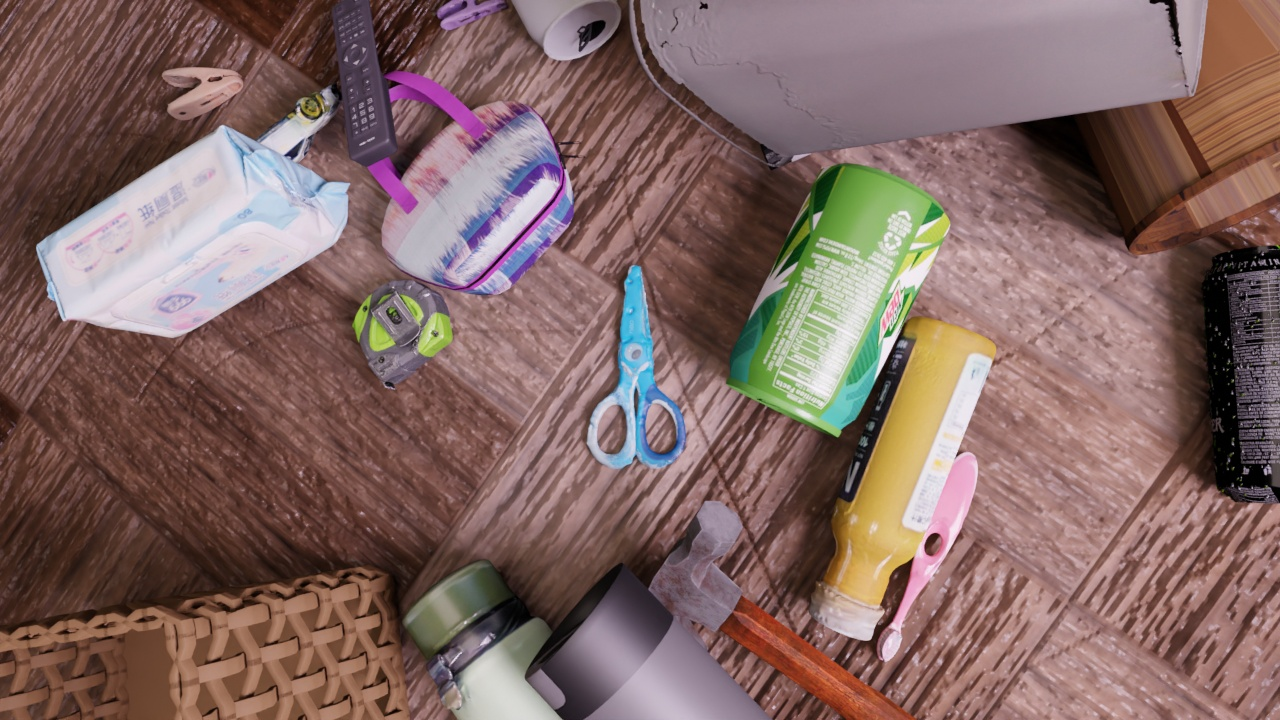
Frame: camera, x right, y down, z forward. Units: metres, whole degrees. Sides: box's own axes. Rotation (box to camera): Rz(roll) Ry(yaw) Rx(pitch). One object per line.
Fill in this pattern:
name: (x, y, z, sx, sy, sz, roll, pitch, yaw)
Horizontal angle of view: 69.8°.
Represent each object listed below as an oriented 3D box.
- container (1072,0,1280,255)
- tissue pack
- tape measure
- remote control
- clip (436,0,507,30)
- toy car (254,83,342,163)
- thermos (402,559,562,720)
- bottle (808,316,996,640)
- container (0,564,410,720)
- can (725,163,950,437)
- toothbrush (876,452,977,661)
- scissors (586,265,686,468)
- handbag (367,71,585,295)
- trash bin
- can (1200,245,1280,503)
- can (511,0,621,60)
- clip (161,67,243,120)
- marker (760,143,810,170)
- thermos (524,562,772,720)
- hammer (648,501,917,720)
container: (0.294, -0.164, 0.501, 0.132, 0.132, 0.167, -23, 73, 8)
tissue pack: (-0.293, -0.081, 0.620, 0.182, 0.112, 0.070, -28, 77, 7)
tape measure: (-0.163, -0.024, 0.624, 0.066, 0.036, 0.058, -39, 76, 6)
remote control: (-0.188, -0.194, 0.625, 0.032, 0.015, 0.136, -21, 66, 16)
clip: (-0.121, -0.259, 0.656, 0.052, 0.014, 0.041, -3, 83, 10)
toy car: (-0.253, -0.157, 0.655, 0.105, 0.048, 0.033, -36, 110, 7)
thermos: (-0.055, 0.227, 0.547, 0.082, 0.082, 0.231, -40, 77, 5)
bottle: (0.149, 0.069, 0.536, 0.053, 0.053, 0.186, 21, 91, 14)
container: (-0.272, 0.265, 0.521, 0.220, 0.214, 0.251, -11, 81, 11)
can: (0.114, -0.035, 0.541, 0.083, 0.083, 0.144, 26, 89, 14)
toothbrush: (0.170, 0.117, 0.546, 0.021, 0.016, 0.135, 23, 89, 9)
scissors: (-0.003, 0.004, 0.601, 0.066, 0.015, 0.135, -2, 81, 12)
handbag: (-0.133, -0.133, 0.623, 0.144, 0.068, 0.170, -46, 70, 4)
trash bin: (0.144, -0.210, 0.442, 0.220, 0.197, 0.197, 6, 86, 35)
can: (0.341, 0.009, 0.502, 0.054, 0.054, 0.137, -1, 83, 12)
can: (-0.060, -0.261, 0.616, 0.064, 0.064, 0.127, -29, 78, 7)
clip: (-0.331, -0.208, 0.690, 0.060, 0.024, 0.039, -27, 81, -2)
marker: (0.147, -0.159, 0.582, 0.146, 0.019, 0.019, -23, 79, 9)
thermos: (0.044, 0.228, 0.504, 0.082, 0.082, 0.240, -44, 87, 4)
hammer: (0.135, 0.202, 0.518, 0.300, 0.028, 0.111, 34, 129, 6)
